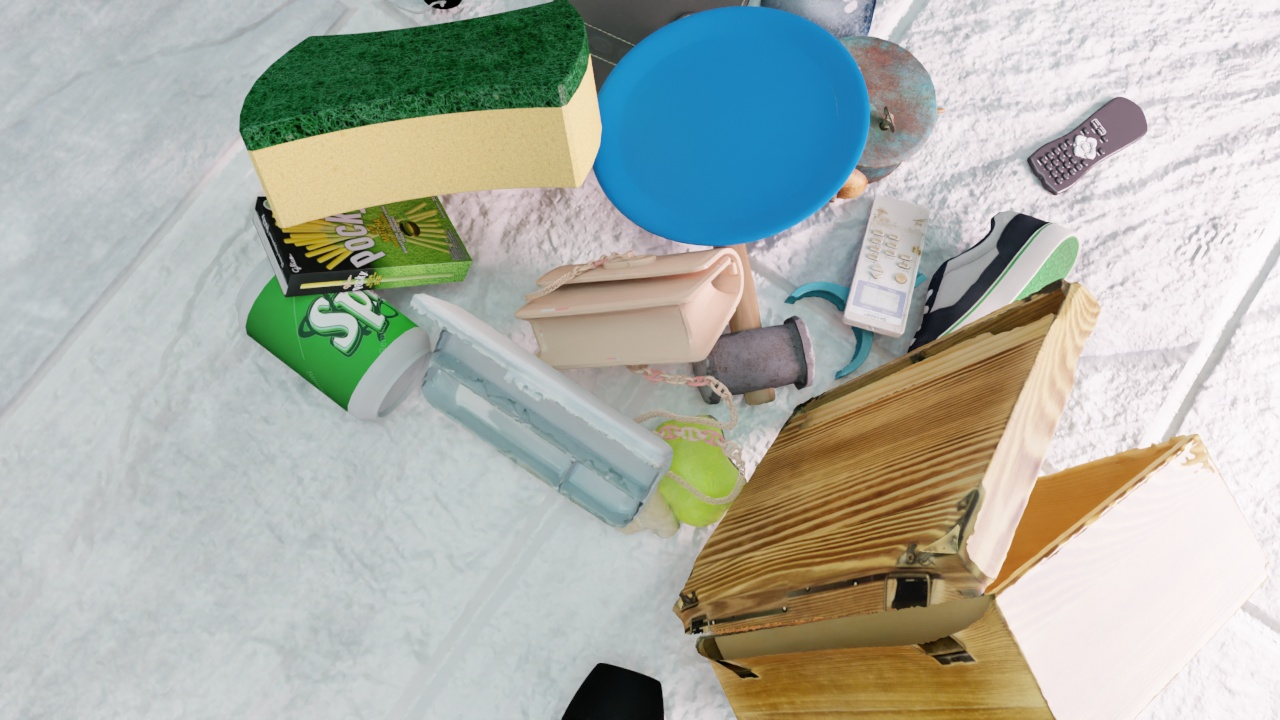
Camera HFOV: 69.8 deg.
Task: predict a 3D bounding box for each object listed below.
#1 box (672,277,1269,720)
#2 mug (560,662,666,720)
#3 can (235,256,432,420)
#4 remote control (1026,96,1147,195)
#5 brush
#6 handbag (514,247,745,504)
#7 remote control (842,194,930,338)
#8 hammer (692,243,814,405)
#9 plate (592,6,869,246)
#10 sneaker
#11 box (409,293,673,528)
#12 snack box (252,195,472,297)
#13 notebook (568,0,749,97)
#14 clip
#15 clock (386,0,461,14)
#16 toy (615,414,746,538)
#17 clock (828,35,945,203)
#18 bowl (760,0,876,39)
[{"bbox_3d":[0.172,0.117,0.601,0.257,0.280,0.220,-23,85,-34],"label":"box"},{"bbox_3d":[-0.010,0.295,0.704,0.118,0.085,0.100,31,64,-29],"label":"mug"},{"bbox_3d":[-0.242,-0.022,0.729,0.140,0.088,0.087,37,80,2],"label":"can"},{"bbox_3d":[0.415,-0.200,0.845,0.124,0.009,0.046,-34,84,-9],"label":"remote control"},{"bbox_3d":[-0.159,-0.194,0.700,0.250,0.075,0.194,-8,37,2],"label":"brush"},{"bbox_3d":[-0.004,0.005,0.742,0.199,0.116,0.187,-3,115,26],"label":"handbag"},{"bbox_3d":[0.213,-0.083,0.789,0.050,0.011,0.135,17,63,8],"label":"remote control"},{"bbox_3d":[0.070,-0.124,0.780,0.098,0.052,0.328,-10,84,-6],"label":"hammer"},{"bbox_3d":[0.069,-0.188,0.741,0.224,0.024,0.224,-4,69,11],"label":"plate"},{"bbox_3d":[0.264,-0.029,0.781,0.235,0.084,0.079,-49,51,-2],"label":"sneaker"},{"bbox_3d":[-0.072,0.032,0.675,0.211,0.186,0.084,31,60,8],"label":"box"},{"bbox_3d":[-0.217,-0.094,0.725,0.147,0.025,0.080,-10,58,-39],"label":"snack box"},{"bbox_3d":[0.006,-0.308,0.827,0.169,0.029,0.209,24,82,0],"label":"notebook"},{"bbox_3d":[0.176,-0.046,0.797,0.119,0.033,0.121,25,80,4],"label":"clip"},{"bbox_3d":[-0.186,-0.361,0.813,0.091,0.042,0.120,28,80,1],"label":"clock"},{"bbox_3d":[0.025,0.099,0.750,0.115,0.046,0.092,-26,82,-1],"label":"toy"},{"bbox_3d":[0.180,-0.207,0.798,0.157,0.073,0.121,-42,86,-9],"label":"clock"},{"bbox_3d":[0.167,-0.336,0.828,0.110,0.055,0.110,1,81,-4],"label":"bowl"}]
